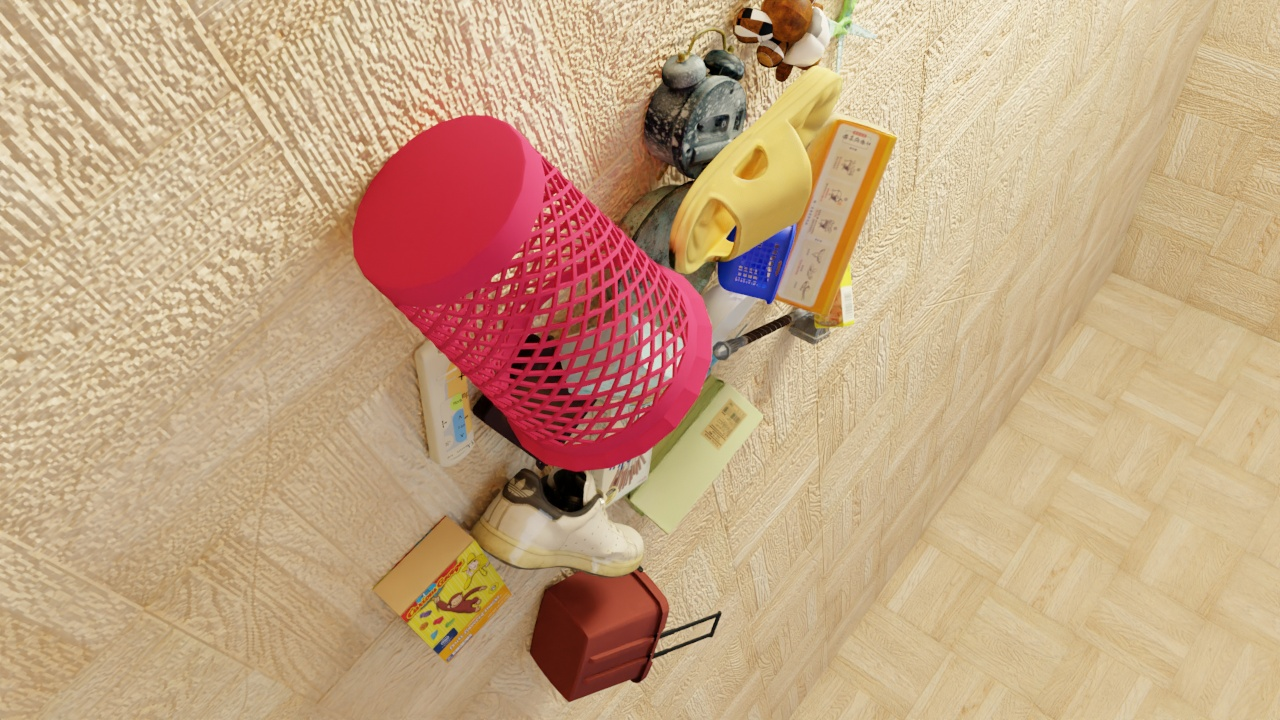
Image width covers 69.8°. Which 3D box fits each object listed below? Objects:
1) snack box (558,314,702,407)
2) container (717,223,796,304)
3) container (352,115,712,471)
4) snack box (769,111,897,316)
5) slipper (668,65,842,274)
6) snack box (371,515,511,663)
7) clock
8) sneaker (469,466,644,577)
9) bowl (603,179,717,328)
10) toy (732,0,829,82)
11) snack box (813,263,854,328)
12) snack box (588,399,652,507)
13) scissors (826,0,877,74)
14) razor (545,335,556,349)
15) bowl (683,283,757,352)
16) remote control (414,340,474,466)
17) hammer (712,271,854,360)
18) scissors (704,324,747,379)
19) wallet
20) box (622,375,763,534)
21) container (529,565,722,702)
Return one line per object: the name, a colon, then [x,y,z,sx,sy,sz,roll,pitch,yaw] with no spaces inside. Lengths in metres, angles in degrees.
snack box: [-0.005,0.005,0.849,0.075,0.053,0.174,-18,167,17]
container: [0.113,-0.118,0.921,0.114,0.058,0.096,-81,-175,-61]
container: [-0.076,-0.049,0.638,0.183,0.183,0.226,-54,144,-7]
snack box: [0.198,-0.164,0.989,0.145,0.080,0.195,-60,169,-70]
slipper: [0.118,-0.160,0.814,0.262,0.078,0.100,-51,166,-25]
snack box: [-0.180,0.214,0.850,0.088,0.040,0.126,-46,149,-21]
clock: [0.049,-0.215,0.776,0.090,0.052,0.130,-25,138,-45]
sneaker: [-0.067,0.156,0.931,0.241,0.089,0.102,21,94,-55]
bowl: [0.017,-0.100,0.852,0.157,0.038,0.158,-38,145,-32]
toy: [0.135,-0.298,0.825,0.087,0.067,0.112,-61,160,6]
snack box: [0.226,-0.113,1.095,0.028,0.040,0.148,-13,100,-50]
snack box: [-0.019,0.088,0.992,0.081,0.026,0.150,-31,141,-39]
scissors: [0.204,-0.341,0.940,0.168,0.023,0.172,-43,146,-35]
razor: [-0.080,0.022,0.840,0.042,0.026,0.106,-32,138,-36]
bowl: [0.078,-0.049,0.982,0.109,0.040,0.110,-46,169,-11]
remote control: [-0.156,0.033,0.735,0.038,0.018,0.126,-34,142,-36]
hammer: [0.166,-0.045,1.100,0.321,0.044,0.099,-23,137,-54]
scissors: [0.082,0.001,1.052,0.136,0.015,0.126,-53,173,-11]
wallet: [-0.088,0.040,0.813,0.091,0.018,0.115,-53,141,-8]
box: [0.054,0.108,1.102,0.187,0.089,0.077,-50,131,-10]
container: [-0.019,0.310,1.105,0.200,0.127,0.148,-12,129,-40]
